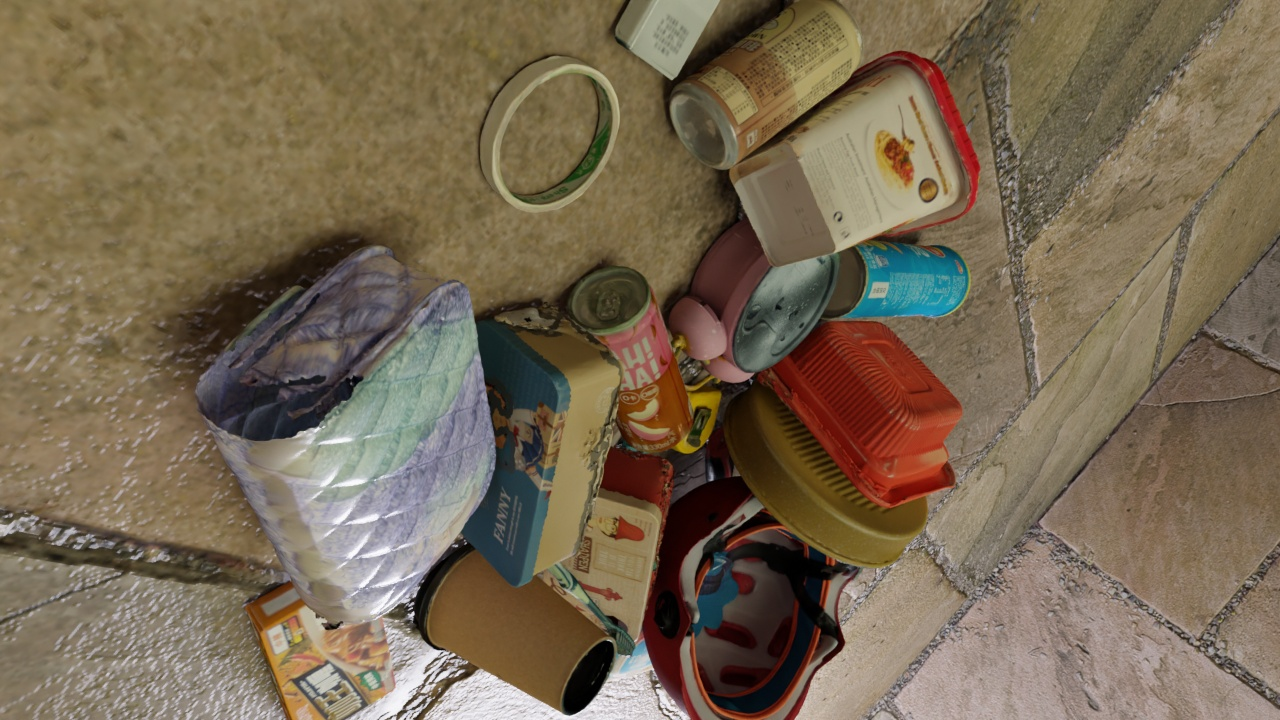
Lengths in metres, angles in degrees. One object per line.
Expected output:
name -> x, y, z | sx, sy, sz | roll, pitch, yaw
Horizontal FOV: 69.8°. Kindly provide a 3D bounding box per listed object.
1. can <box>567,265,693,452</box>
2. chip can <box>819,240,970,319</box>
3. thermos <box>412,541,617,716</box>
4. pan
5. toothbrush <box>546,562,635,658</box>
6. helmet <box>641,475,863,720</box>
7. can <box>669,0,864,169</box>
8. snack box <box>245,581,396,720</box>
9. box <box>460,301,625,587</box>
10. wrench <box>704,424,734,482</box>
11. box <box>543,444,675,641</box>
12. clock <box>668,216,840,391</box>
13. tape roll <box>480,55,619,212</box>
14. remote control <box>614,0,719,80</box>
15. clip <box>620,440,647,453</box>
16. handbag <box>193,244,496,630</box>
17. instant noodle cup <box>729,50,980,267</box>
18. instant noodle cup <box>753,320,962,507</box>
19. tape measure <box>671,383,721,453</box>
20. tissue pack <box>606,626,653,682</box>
can -> -0.004, 0.004, 0.634 | 0.057, 0.058, 0.147 | -40, 143, -15
chip can -> 0.222, -0.073, 0.828 | 0.209, 0.071, 0.071 | -4, 127, -48
thermos -> -0.091, 0.194, 0.668 | 0.092, 0.143, 0.093 | -37, 141, -39
pan -> 0.206, 0.096, 0.871 | 0.356, 0.197, 0.078 | -6, 141, -49
toothbrush -> -0.059, 0.167, 0.697 | 0.016, 0.018, 0.191 | -28, 116, 20
helmet -> 0.082, 0.218, 0.847 | 0.206, 0.144, 0.240 | 18, 87, -35
can -> 0.077, -0.170, 0.559 | 0.116, 0.058, 0.058 | -38, 146, -17
snack box -> -0.211, 0.196, 0.621 | 0.075, 0.026, 0.154 | -27, 142, -31
box -> -0.071, 0.059, 0.589 | 0.059, 0.090, 0.185 | -16, 131, -43
wrench -> 0.078, 0.152, 0.940 | 0.056, 0.016, 0.274 | -33, 145, -26
box -> -0.023, 0.138, 0.724 | 0.075, 0.091, 0.169 | -66, 168, -47
clock -> 0.080, -0.039, 0.700 | 0.158, 0.060, 0.117 | -53, 149, 2
tape roll -> -0.048, -0.121, 0.499 | 0.085, 0.014, 0.086 | -32, 144, -26
remote control -> 0.034, -0.216, 0.491 | 0.049, 0.024, 0.125 | 11, 115, -54
clip -> 0.002, 0.073, 0.765 | 0.054, 0.013, 0.033 | 6, 118, -53
handbag -> -0.143, 0.044, 0.479 | 0.133, 0.075, 0.194 | -54, 159, -36
instant noodle cup -> 0.137, -0.124, 0.607 | 0.124, 0.116, 0.116 | -30, 100, -22
instant noodle cup -> 0.198, 0.032, 0.792 | 0.164, 0.188, 0.079 | -5, 141, -50
tape measure -> 0.042, 0.049, 0.762 | 0.059, 0.029, 0.057 | -1, 107, -50
tissue pack -> -0.010, 0.266, 0.904 | 0.139, 0.063, 0.090 | 11, 114, -54
